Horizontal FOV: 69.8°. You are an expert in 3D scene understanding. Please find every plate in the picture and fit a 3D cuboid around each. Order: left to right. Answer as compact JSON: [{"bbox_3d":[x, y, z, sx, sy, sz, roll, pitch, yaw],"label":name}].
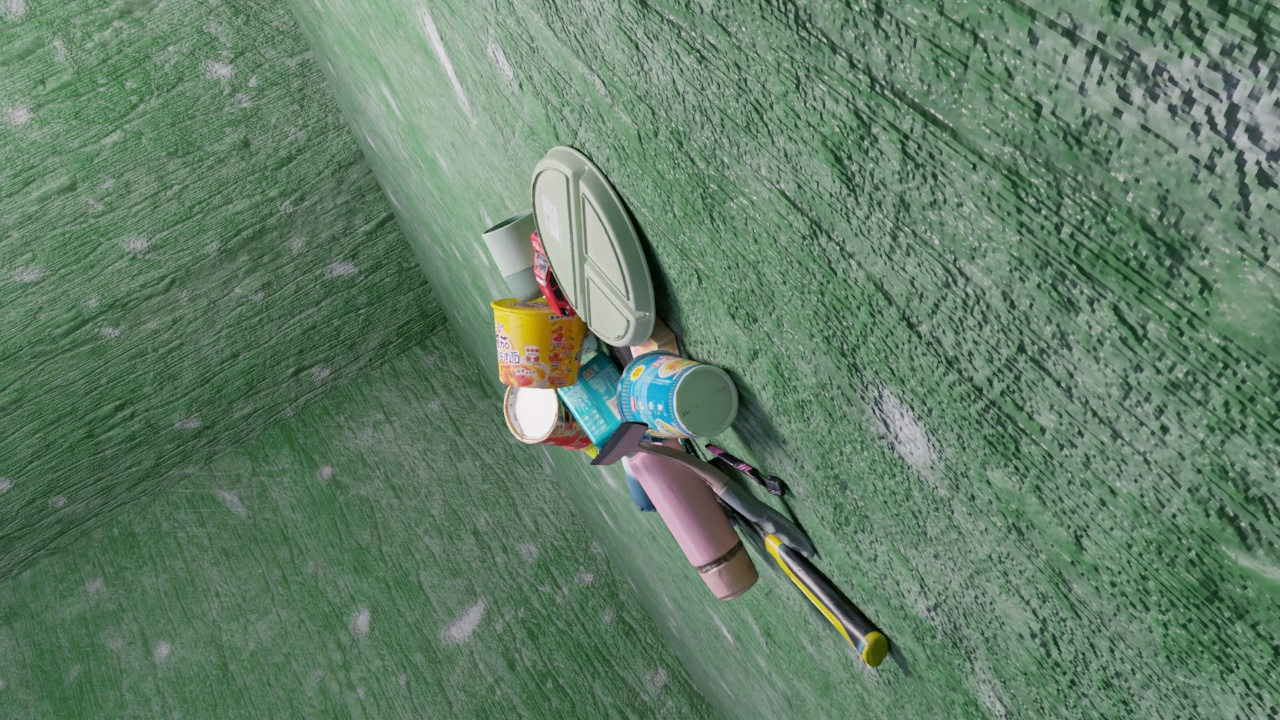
[{"bbox_3d":[-0.057,-0.115,0.981,0.230,0.027,0.231,48,154,33],"label":"plate"}]

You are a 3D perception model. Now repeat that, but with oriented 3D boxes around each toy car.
[{"bbox_3d":[-0.104,-0.107,1.131,0.053,0.045,0.121,37,151,51],"label":"toy car"}]

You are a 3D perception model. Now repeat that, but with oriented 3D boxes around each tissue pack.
[{"bbox_3d":[-0.053,0.058,1.299,0.133,0.093,0.050,52,-179,28],"label":"tissue pack"}]

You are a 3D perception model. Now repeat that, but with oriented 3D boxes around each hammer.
[{"bbox_3d":[0.156,0.214,1.019,0.323,0.032,0.126,43,161,50],"label":"hammer"}]

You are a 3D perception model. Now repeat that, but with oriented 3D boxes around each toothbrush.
[{"bbox_3d":[0.110,0.113,1.002,0.189,0.014,0.018,27,137,68],"label":"toothbrush"}]

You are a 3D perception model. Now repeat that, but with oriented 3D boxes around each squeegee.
[{"bbox_3d":[0.077,0.133,0.956,0.249,0.040,0.248,29,161,-2],"label":"squeegee"}]

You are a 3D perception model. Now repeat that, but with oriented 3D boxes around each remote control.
[{"bbox_3d":[-0.007,0.007,1.165,0.136,0.024,0.053,58,168,1],"label":"remote control"}]

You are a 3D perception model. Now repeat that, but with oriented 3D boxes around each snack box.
[{"bbox_3d":[0.020,0.004,1.052,0.084,0.026,0.157,48,164,39],"label":"snack box"}]

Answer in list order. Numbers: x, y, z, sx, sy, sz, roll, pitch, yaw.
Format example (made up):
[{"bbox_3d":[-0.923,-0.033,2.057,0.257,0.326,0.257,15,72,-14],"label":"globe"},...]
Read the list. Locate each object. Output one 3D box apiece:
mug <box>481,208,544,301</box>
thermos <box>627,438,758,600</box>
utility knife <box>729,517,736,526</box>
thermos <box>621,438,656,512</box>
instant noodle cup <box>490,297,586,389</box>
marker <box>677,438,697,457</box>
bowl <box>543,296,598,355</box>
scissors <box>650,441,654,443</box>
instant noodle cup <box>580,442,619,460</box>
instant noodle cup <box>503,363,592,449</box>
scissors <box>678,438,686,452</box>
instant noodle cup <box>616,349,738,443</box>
[{"bbox_3d":[-0.150,-0.145,1.245,0.106,0.082,0.111,63,-162,-17],"label":"mug"},{"bbox_3d":[0.067,0.183,1.081,0.198,0.067,0.087,56,-160,-2],"label":"thermos"},{"bbox_3d":[0.090,0.189,1.261,0.031,0.018,0.166,69,169,-19],"label":"utility knife"},{"bbox_3d":[0.007,0.165,1.399,0.070,0.070,0.221,52,166,26],"label":"thermos"},{"bbox_3d":[-0.137,-0.024,1.256,0.138,0.138,0.110,-152,63,-66],"label":"instant noodle cup"},{"bbox_3d":[0.060,0.122,1.190,0.022,0.020,0.132,-20,106,39],"label":"marker"},{"bbox_3d":[-0.118,-0.051,1.369,0.113,0.062,0.113,55,169,16],"label":"bowl"},{"bbox_3d":[0.060,0.178,1.212,0.190,0.022,0.229,41,-164,-8],"label":"scissors"},{"bbox_3d":[-0.074,0.103,1.486,0.123,0.111,0.112,38,158,38],"label":"instant noodle cup"},{"bbox_3d":[-0.135,0.072,1.404,0.108,0.138,0.138,1,-134,-55],"label":"instant noodle cup"},{"bbox_3d":[0.058,0.136,1.151,0.056,0.017,0.133,17,-121,-62],"label":"scissors"},{"bbox_3d":[0.042,0.039,0.920,0.099,0.099,0.110,61,158,-13],"label":"instant noodle cup"}]
